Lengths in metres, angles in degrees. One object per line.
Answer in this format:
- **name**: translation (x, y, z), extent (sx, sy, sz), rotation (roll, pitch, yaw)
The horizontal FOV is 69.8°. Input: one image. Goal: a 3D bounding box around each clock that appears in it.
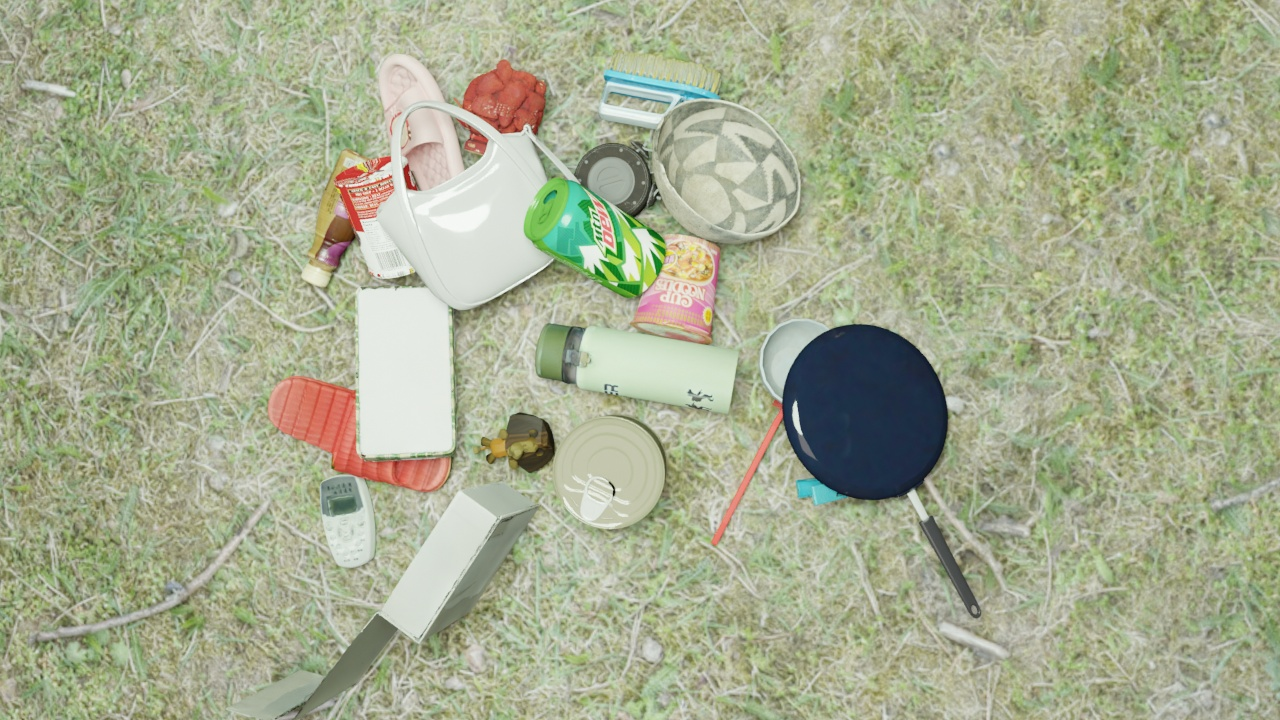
- **clock**: translation (-0.027, -0.208, 1.077), extent (0.123, 0.043, 0.091), rotation (-14, 90, 6)

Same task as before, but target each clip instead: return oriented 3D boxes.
- **clip**: translation (0.242, 0.140, 1.035), extent (0.119, 0.102, 0.027), rotation (-9, 91, -7)

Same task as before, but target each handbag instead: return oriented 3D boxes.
- **handbag**: translation (-0.185, -0.189, 1.022), extent (0.215, 0.095, 0.223), rotation (-31, 114, -8)

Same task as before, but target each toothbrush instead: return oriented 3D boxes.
- **toothbrush**: translation (0.129, 0.120, 1.079), extent (0.018, 0.012, 0.212), rotation (27, 93, 5)

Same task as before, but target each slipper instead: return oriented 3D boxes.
- **slipper**: translation (-0.345, 0.086, 1.109), extent (0.249, 0.059, 0.103), rotation (22, 93, 7)
- **slipper**: translation (-0.256, -0.245, 1.077), extent (0.107, 0.055, 0.221), rotation (-12, 101, 50)

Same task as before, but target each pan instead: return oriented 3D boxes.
- **pan**: translation (0.291, 0.125, 1.019), extent (0.198, 0.021, 0.356), rotation (-26, 86, -17)

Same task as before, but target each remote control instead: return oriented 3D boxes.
- **remote control**: translation (-0.358, 0.196, 1.126), extent (0.060, 0.028, 0.114), rotation (-8, 89, 6)

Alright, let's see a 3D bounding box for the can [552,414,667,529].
- **can**: translation (-0.033, 0.126, 1.066), extent (0.128, 0.073, 0.128), rotation (0, 91, 6)

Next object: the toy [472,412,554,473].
- **toy**: translation (-0.152, 0.100, 1.088), extent (0.100, 0.062, 0.076), rotation (-11, 108, 12)

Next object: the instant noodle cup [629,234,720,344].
- **instant noodle cup**: translation (0.047, -0.083, 1.050), extent (0.098, 0.098, 0.108), rotation (13, 84, 6)

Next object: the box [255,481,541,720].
- **box**: translation (-0.269, 0.292, 1.048), extent (0.098, 0.166, 0.368), rotation (40, 93, 9)

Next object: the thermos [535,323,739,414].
- **thermos**: translation (-0.006, 0.006, 1.058), extent (0.231, 0.082, 0.082), rotation (10, 92, 6)

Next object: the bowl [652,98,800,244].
- **bowl**: translation (0.086, -0.200, 1.034), extent (0.178, 0.081, 0.178), rotation (8, 66, -19)

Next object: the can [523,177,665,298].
- **can**: translation (-0.049, -0.133, 1.004), extent (0.144, 0.083, 0.083), rotation (27, 94, -34)

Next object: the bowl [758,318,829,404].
- **bowl**: translation (0.181, 0.008, 1.050), extent (0.106, 0.039, 0.106), rotation (2, 78, -11)

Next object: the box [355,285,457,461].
- **box**: translation (-0.275, 0.014, 1.075), extent (0.117, 0.051, 0.205), rotation (-4, 80, -9)

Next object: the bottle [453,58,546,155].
- **bottle**: translation (-0.166, -0.293, 1.073), extent (0.099, 0.098, 0.111), rotation (17, 102, 6)

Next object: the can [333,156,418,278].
- **can**: translation (-0.293, -0.166, 1.063), extent (0.087, 0.086, 0.116), rotation (-10, 121, 6)

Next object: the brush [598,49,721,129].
- **brush**: translation (0.024, -0.307, 1.064), extent (0.136, 0.055, 0.075), rotation (11, 87, 6)

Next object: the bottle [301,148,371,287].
- **bottle**: translation (-0.362, -0.169, 1.107), extent (0.059, 0.059, 0.166), rotation (25, 94, 5)
